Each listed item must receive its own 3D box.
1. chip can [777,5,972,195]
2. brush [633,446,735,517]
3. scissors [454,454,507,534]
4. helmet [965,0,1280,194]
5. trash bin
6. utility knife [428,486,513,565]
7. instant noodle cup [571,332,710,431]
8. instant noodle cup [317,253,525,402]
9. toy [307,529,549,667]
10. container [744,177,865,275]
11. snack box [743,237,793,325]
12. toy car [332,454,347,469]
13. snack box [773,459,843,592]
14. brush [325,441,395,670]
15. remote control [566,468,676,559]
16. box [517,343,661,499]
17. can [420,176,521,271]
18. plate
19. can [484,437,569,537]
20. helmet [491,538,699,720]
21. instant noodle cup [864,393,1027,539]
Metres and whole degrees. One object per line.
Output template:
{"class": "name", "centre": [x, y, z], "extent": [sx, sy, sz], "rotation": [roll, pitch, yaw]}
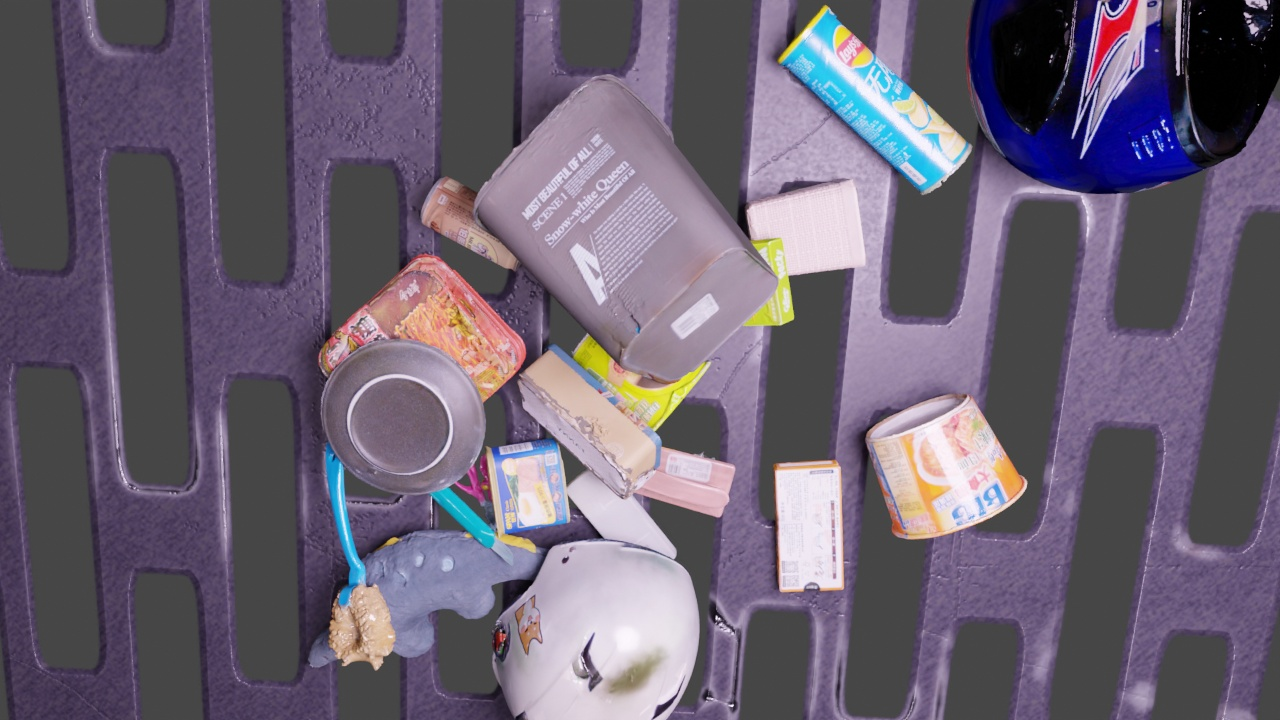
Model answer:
{"class": "chip can", "centre": [0.242, -0.267, 0.948], "extent": [0.210, 0.071, 0.071], "rotation": [40, 100, -7]}
{"class": "brush", "centre": [0.030, 0.130, 1.036], "extent": [0.145, 0.073, 0.063], "rotation": [16, 102, 0]}
{"class": "scissors", "centre": [-0.186, 0.174, 1.082], "extent": [0.073, 0.017, 0.137], "rotation": [-5, 105, 2]}
{"class": "helmet", "centre": [0.427, -0.314, 0.843], "extent": [0.246, 0.241, 0.316], "rotation": [-19, 112, -33]}
{"class": "trash bin", "centre": [-0.006, -0.112, 0.880], "extent": [0.199, 0.198, 0.219], "rotation": [-44, 65, 12]}
{"class": "utility knife", "centre": [-0.206, 0.171, 1.045], "extent": [0.182, 0.013, 0.029], "rotation": [38, 119, 21]}
{"class": "instant noodle cup", "centre": [-0.006, 0.006, 0.999], "extent": [0.123, 0.111, 0.112], "rotation": [40, 100, 1]}
{"class": "instant noodle cup", "centre": [-0.235, -0.010, 1.011], "extent": [0.189, 0.079, 0.164], "rotation": [-40, 98, 10]}
{"class": "toy", "centre": [-0.256, 0.266, 1.069], "extent": [0.357, 0.091, 0.138], "rotation": [-25, 119, 8]}
{"class": "container", "centre": [0.171, -0.138, 0.969], "extent": [0.111, 0.090, 0.090], "rotation": [-9, 102, 7]}
{"class": "snack box", "centre": [0.086, -0.079, 0.965], "extent": [0.157, 0.026, 0.086], "rotation": [0, 106, 45]}
{"class": "toy car", "centre": [-0.317, 0.104, 1.057], "extent": [0.090, 0.043, 0.034], "rotation": [-8, 74, 0]}
{"class": "snack box", "centre": [0.195, 0.194, 1.068], "extent": [0.075, 0.026, 0.154], "rotation": [-3, 101, 3]}
{"class": "brush", "centre": [-0.320, 0.212, 1.006], "extent": [0.083, 0.045, 0.254], "rotation": [-15, 82, 32]}
{"class": "remote control", "centre": [-0.022, 0.188, 1.075], "extent": [0.058, 0.021, 0.150], "rotation": [-37, 98, 8]}
{"class": "box", "centre": [-0.060, 0.062, 0.986], "extent": [0.061, 0.090, 0.184], "rotation": [-40, 70, -21]}
{"class": "can", "centre": [-0.174, -0.147, 0.991], "extent": [0.116, 0.058, 0.058], "rotation": [28, 101, -4]}
{"class": "plate", "centre": [-0.255, 0.066, 0.980], "extent": [0.179, 0.024, 0.179], "rotation": [0, 107, 1]}
{"class": "can", "centre": [-0.129, 0.143, 1.045], "extent": [0.083, 0.057, 0.102], "rotation": [-8, 102, -11]}
{"class": "helmet", "centre": [-0.044, 0.342, 1.018], "extent": [0.230, 0.156, 0.274], "rotation": [26, 106, -19]}
{"class": "instant noodle cup", "centre": [0.320, 0.109, 0.992], "extent": [0.151, 0.151, 0.111], "rotation": [-25, 92, 6]}
